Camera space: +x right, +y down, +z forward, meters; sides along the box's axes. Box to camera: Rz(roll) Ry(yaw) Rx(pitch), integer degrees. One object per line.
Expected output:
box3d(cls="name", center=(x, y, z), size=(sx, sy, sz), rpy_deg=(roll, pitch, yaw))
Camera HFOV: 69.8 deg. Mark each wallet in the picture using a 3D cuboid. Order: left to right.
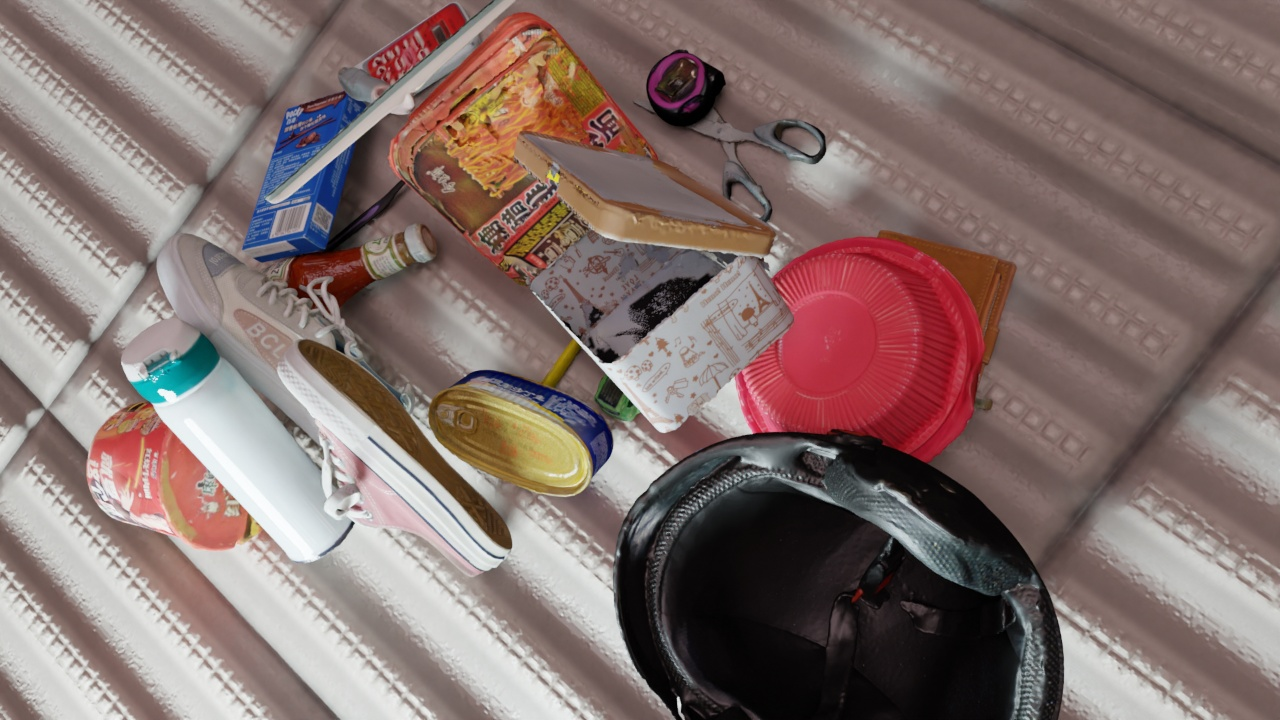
box3d(cls="wallet", center=(0.219, -0.024, 0.694), size=(0.119, 0.035, 0.130), rpy_deg=(18, 87, 18))

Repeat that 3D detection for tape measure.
box3d(cls="tape measure", center=(0.034, -0.227, 0.764), size=(0.057, 0.039, 0.058), rpy_deg=(40, 93, 21))

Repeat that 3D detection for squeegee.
box3d(cls="squeegee", center=(-0.208, -0.217, 0.738), size=(0.247, 0.040, 0.250), rpy_deg=(-44, 32, -8))

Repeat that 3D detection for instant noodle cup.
box3d(cls="instant noodle cup", center=(-0.396, 0.092, 0.795), size=(0.109, 0.137, 0.138), rpy_deg=(0, 82, 23))
box3d(cls="instant noodle cup", center=(-0.096, -0.170, 0.747), size=(0.164, 0.189, 0.079), rpy_deg=(-42, 39, 4))
box3d(cls="instant noodle cup", center=(0.146, -0.007, 0.671), size=(0.194, 0.065, 0.193), rpy_deg=(-8, 74, 28))

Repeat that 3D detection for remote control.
box3d(cls="remote control", center=(-0.213, -0.278, 0.856), size=(0.136, 0.020, 0.056), rpy_deg=(-29, 76, 9))

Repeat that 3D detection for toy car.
box3d(cls="toy car", center=(-0.004, 0.004, 0.751), size=(0.043, 0.036, 0.091), rpy_deg=(27, 85, 18))

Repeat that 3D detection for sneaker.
box3d(cls="sneaker", center=(-0.287, -0.023, 0.763), size=(0.091, 0.089, 0.242), rpy_deg=(-39, 103, 14))
box3d(cls="sneaker", center=(-0.206, 0.092, 0.722), size=(0.088, 0.118, 0.241), rpy_deg=(-38, 109, 4))

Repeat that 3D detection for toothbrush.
box3d(cls="toothbrush", center=(-0.253, -0.132, 0.851), size=(0.189, 0.016, 0.014), rpy_deg=(-37, 63, 10))
box3d(cls="toothbrush", center=(-0.046, -0.032, 0.777), size=(0.016, 0.015, 0.190), rpy_deg=(35, 92, 23))

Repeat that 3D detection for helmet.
box3d(cls="helmet", center=(0.124, 0.164, 0.591), size=(0.275, 0.230, 0.233), rpy_deg=(29, 97, 21))

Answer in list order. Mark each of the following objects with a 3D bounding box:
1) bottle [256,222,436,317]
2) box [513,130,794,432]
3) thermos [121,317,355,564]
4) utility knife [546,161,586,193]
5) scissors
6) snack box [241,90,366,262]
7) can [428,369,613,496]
box3d(cls="bottle", center=(-0.280, -0.073, 0.822), size=(0.206, 0.059, 0.059), rpy_deg=(-19, 77, 11))
box3d(cls="box", center=(-0.008, -0.083, 0.648), size=(0.153, 0.181, 0.182), rpy_deg=(-43, 35, -2))
box3d(cls="thermos", center=(-0.320, 0.065, 0.737), size=(0.073, 0.224, 0.073), rpy_deg=(-19, 33, 13))
box3d(cls="utility knife", center=(-0.024, -0.141, 0.733), size=(0.033, 0.164, 0.015), rpy_deg=(-58, 32, 22))
box3d(cls="scissors", center=(0.074, -0.187, 0.772), size=(0.175, 0.014, 0.159), rpy_deg=(-3, 79, 17))
box3d(cls="snack box", center=(-0.303, -0.167, 0.830), size=(0.085, 0.026, 0.157), rpy_deg=(-6, 64, 30))
box3d(cls="can", center=(-0.096, 0.056, 0.744), size=(0.148, 0.049, 0.075), rpy_deg=(18, 117, 16))
